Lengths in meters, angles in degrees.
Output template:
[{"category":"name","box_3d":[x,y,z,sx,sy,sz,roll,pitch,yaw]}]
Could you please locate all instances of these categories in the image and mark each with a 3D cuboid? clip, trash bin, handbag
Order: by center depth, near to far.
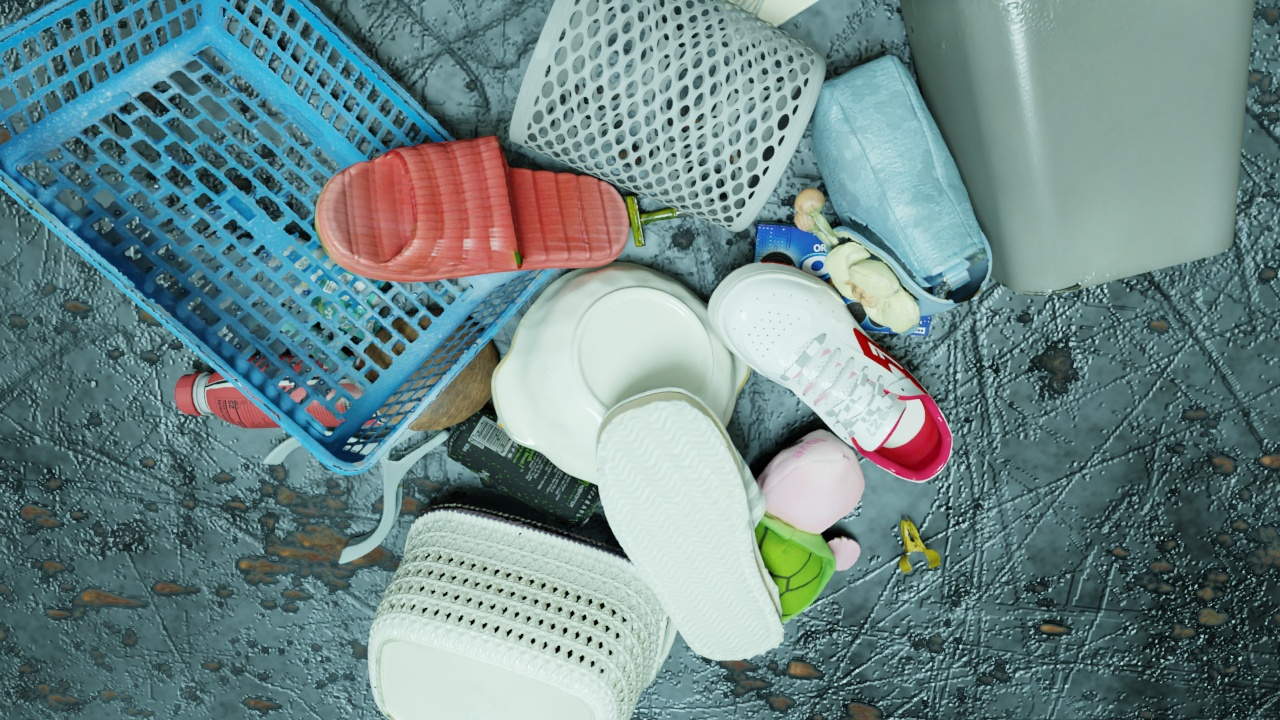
[{"category":"trash bin","box_3d":[0.302,-0.181,0.641,0.197,0.197,0.220,-14,109,4]},{"category":"trash bin","box_3d":[0.021,-0.193,0.664,0.183,0.156,0.157,24,104,-6]},{"category":"handbag","box_3d":[0.173,-0.114,0.672,0.119,0.121,0.192,-24,89,4]},{"category":"clip","box_3d":[0.239,0.166,0.804,0.046,0.054,0.048,33,82,15]},{"category":"clip","box_3d":[-0.267,0.082,0.812,0.164,0.030,0.173,35,103,-8]}]

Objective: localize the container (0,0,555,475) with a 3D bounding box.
[{"category":"container","box_3d":[-0.270,-0.112,0.674,0.362,0.089,0.256,43,58,-8]}]

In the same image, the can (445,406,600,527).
[{"category":"can","box_3d":[-0.100,0.092,0.792,0.137,0.054,0.054,31,103,-5]}]

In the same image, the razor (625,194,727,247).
[{"category":"razor","box_3d":[0.044,-0.123,0.749,0.106,0.026,0.042,-11,102,1]}]

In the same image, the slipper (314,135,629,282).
[{"category":"slipper","box_3d":[-0.109,-0.113,0.673,0.248,0.059,0.103,-6,76,-32]}]

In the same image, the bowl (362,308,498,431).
[{"category":"bowl","box_3d":[-0.169,0.003,0.754,0.114,0.026,0.102,-28,85,-26]}]

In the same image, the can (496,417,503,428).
[{"category":"can","box_3d":[-0.044,0.053,0.767,0.142,0.079,0.079,31,103,-6]}]

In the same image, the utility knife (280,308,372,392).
[{"category":"utility knife","box_3d":[-0.258,-0.007,0.754,0.147,0.015,0.022,33,65,30]}]

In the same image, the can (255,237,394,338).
[{"category":"can","box_3d":[-0.260,-0.061,0.760,0.101,0.055,0.055,25,104,-4]}]

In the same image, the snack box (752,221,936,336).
[{"category":"snack box","box_3d":[0.166,-0.068,0.753,0.150,0.027,0.082,4,105,1]}]

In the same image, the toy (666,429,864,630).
[{"category":"toy","box_3d":[0.106,0.156,0.783,0.190,0.087,0.239,30,115,-14]}]

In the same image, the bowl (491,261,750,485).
[{"category":"bowl","box_3d":[-0.004,0.004,0.715,0.219,0.060,0.188,-15,81,-19]}]

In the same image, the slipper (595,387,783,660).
[{"category":"slipper","box_3d":[0.043,0.131,0.700,0.114,0.054,0.273,-17,120,6]}]

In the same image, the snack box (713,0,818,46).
[{"category":"snack box","box_3d":[0.121,-0.312,0.693,0.150,0.026,0.082,-30,101,9]}]

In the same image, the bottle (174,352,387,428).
[{"category":"bottle","box_3d":[-0.304,0.026,0.781,0.176,0.062,0.062,-2,104,3]}]

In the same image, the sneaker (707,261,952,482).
[{"category":"sneaker","box_3d":[0.157,0.018,0.703,0.236,0.104,0.090,39,102,-27]}]

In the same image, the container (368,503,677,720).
[{"category":"container","box_3d":[-0.105,0.236,0.766,0.252,0.142,0.185,15,126,8]}]
